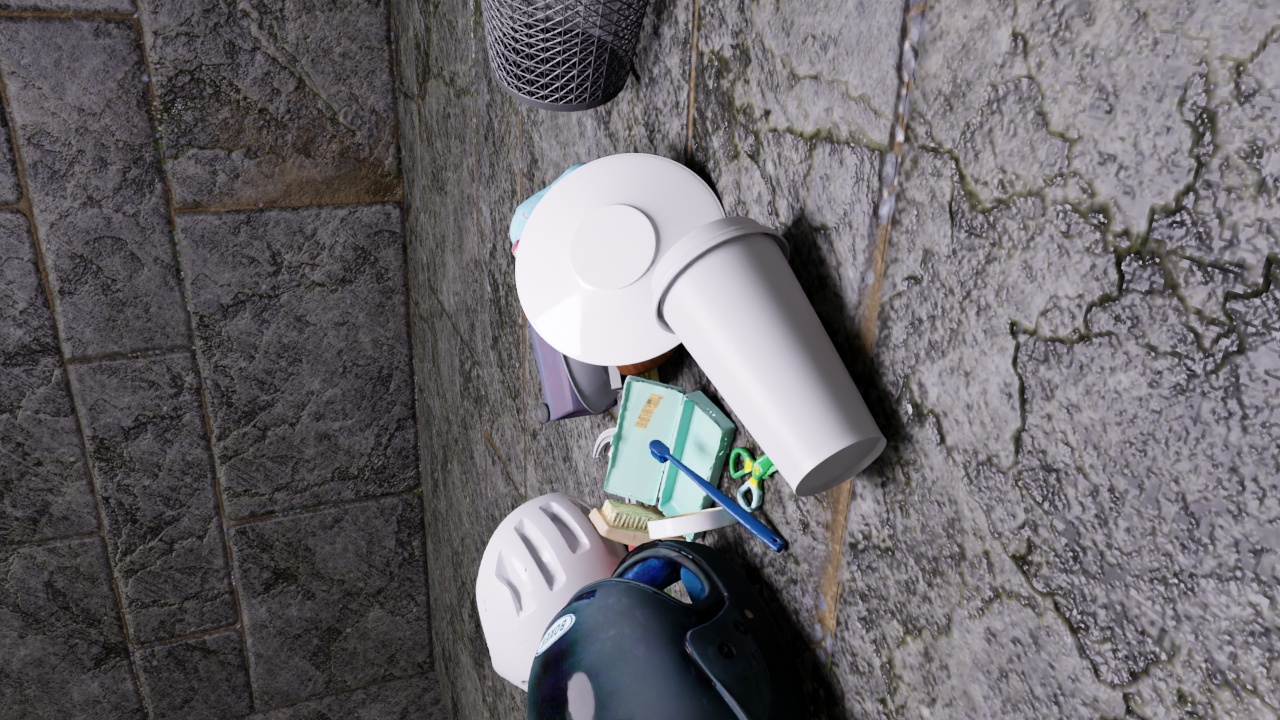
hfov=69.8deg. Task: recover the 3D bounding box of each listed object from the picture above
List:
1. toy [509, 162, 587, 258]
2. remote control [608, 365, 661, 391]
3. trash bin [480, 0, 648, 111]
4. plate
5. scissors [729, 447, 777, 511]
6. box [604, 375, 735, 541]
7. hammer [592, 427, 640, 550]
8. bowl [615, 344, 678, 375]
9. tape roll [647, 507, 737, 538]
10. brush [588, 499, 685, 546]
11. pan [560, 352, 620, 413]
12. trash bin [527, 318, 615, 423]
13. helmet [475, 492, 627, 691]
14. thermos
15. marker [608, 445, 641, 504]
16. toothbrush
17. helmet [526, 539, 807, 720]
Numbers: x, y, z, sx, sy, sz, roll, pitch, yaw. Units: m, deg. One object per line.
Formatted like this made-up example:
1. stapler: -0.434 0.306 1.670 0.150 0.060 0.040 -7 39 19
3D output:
1. toy: -0.065 -0.164 1.039 0.183 0.181 0.115 -71 -32 -65
2. remote control: -0.006 0.006 1.063 0.133 0.013 0.058 3 -104 -69
3. trash bin: -0.081 -0.418 0.986 0.244 0.216 0.216 101 153 -53
4. plate: -0.025 -0.109 0.925 0.030 0.230 0.229 41 -147 -69
5. scissors: 0.119 0.113 0.900 0.131 0.014 0.071 141 119 -66
6. box: 0.031 0.108 1.030 0.138 0.056 0.187 32 133 21
7. hammer: -0.002 0.238 1.197 0.126 0.036 0.316 6 106 54
8. bowl: 0.019 -0.055 0.995 0.147 0.069 0.147 3 -91 -72
9. tape roll: 0.055 0.171 0.969 0.094 0.094 0.019 150 111 -67
10. brush: 0.000 0.196 1.103 0.049 0.117 0.039 45 119 60
11. pan: -0.066 -0.095 1.200 0.201 0.051 0.355 62 -160 -48
12. trash bin: -0.100 -0.002 1.305 0.092 0.093 0.160 -28 72 57
13. helmet: -0.105 0.323 1.261 0.184 0.223 0.282 -12 90 45
14. thermos: 0.107 -0.003 0.761 0.221 0.131 0.132 61 151 28
15. marker: -0.019 0.168 1.263 0.132 0.014 0.014 -119 30 -43
16. toothbrush: 0.074 0.137 0.938 0.190 0.016 0.017 36 146 36
17. helmet: 0.008 0.320 0.887 0.250 0.235 0.315 -47 50 33
